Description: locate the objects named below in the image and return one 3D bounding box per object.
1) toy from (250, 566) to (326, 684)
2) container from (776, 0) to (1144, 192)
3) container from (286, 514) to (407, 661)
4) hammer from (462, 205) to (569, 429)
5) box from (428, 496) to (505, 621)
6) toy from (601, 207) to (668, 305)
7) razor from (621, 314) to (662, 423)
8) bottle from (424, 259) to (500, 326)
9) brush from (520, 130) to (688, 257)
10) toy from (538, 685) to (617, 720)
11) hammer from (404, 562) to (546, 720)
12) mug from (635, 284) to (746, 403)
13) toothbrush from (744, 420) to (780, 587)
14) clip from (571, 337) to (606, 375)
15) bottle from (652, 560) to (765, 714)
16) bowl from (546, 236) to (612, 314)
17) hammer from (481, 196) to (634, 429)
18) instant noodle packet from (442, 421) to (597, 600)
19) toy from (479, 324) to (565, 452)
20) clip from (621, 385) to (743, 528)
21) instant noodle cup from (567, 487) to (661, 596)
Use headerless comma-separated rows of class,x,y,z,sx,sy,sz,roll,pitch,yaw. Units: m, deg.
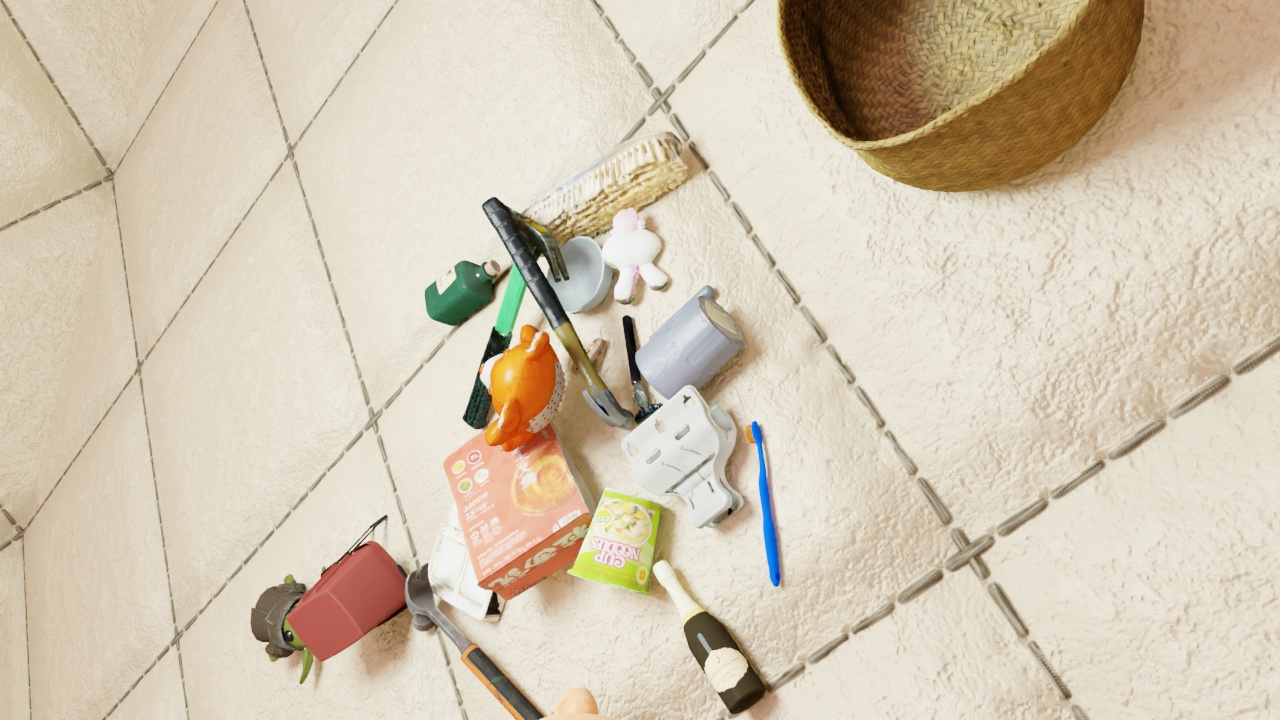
toy,-0.570,0.421,1.492,0.153,0.078,0.179,-2,75,39
container,0.303,-0.314,0.858,0.308,0.196,0.306,-13,71,40
container,-0.411,0.336,1.370,0.148,0.200,0.127,-35,95,29
hammer,-0.189,-0.042,1.264,0.130,0.032,0.319,32,117,21
box,-0.233,0.253,1.268,0.144,0.050,0.184,12,88,42
toy,-0.009,-0.136,1.176,0.079,0.038,0.122,-13,82,15
razor,-0.007,0.007,1.155,0.043,0.022,0.144,-28,62,31
bottle,-0.260,-0.110,1.374,0.132,0.061,0.061,-31,58,31
brush,-0.054,-0.216,1.211,0.272,0.083,0.056,-25,63,33
toy,-0.064,0.487,0.925,0.263,0.265,0.280,6,67,39
hammer,-0.209,0.387,1.194,0.314,0.034,0.138,33,138,34
mug,0.057,-0.024,1.080,0.104,0.084,0.123,-44,28,23
toothbrush,0.134,0.155,1.001,0.018,0.016,0.182,-22,65,41
clip,-0.062,0.001,1.209,0.060,0.041,0.024,-51,50,-5
bottle,0.067,0.294,1.002,0.045,0.045,0.184,-51,52,18
bowl,-0.076,-0.110,1.232,0.107,0.039,0.106,-12,71,38
hammer,-0.109,-0.063,1.136,0.025,0.118,0.333,-32,76,6
instant noodle packet,-0.161,0.166,1.176,0.164,0.084,0.220,-34,55,4
toy,-0.147,0.032,1.128,0.093,0.172,0.163,19,80,3
clip,0.064,0.118,1.053,0.126,0.095,0.152,-44,76,28
instant noodle cup,-0.023,0.210,1.074,0.099,0.099,0.108,7,76,41
